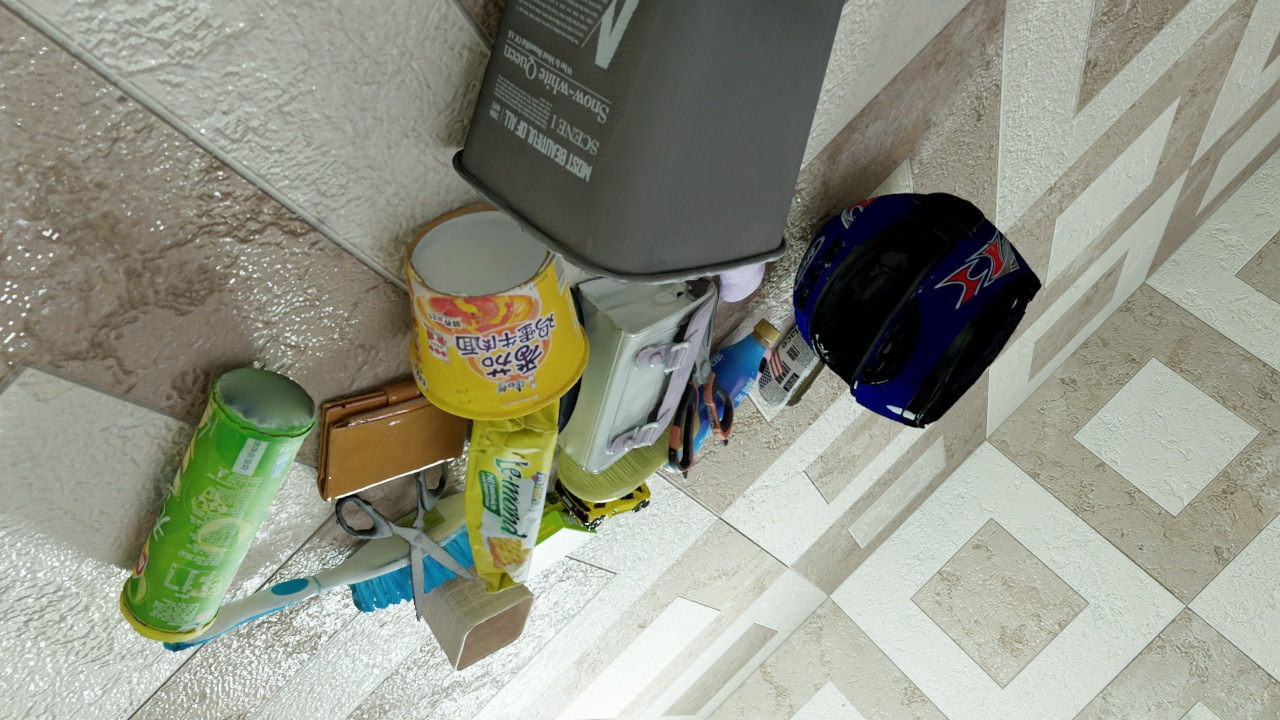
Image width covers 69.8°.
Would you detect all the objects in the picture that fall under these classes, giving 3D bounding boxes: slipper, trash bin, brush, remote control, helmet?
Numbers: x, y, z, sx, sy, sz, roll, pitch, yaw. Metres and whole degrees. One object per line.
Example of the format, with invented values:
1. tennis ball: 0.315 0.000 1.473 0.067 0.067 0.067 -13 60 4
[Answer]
1. slipper: -0.011 0.109 1.063 0.190 0.091 0.082 -32 152 -31
2. trash bin: 0.013 -0.192 0.586 0.198 0.199 0.220 -17 135 -42
3. brush: -0.280 0.210 0.879 0.313 0.060 0.110 -28 143 -25
4. remote control: -0.064 0.003 0.822 0.024 0.136 0.053 7 171 -10
5. helmet: 0.294 -0.071 1.057 0.314 0.240 0.248 -21 141 -53

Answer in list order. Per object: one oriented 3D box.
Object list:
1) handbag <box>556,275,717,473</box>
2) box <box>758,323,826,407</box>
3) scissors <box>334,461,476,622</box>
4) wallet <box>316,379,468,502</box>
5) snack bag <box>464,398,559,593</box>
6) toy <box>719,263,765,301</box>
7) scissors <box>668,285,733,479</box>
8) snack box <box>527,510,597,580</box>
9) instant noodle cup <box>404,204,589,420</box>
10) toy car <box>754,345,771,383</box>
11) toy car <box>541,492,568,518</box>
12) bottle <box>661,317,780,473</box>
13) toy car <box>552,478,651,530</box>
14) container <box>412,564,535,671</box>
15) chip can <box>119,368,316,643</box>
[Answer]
1. handbag: -0.005 0.005 0.927 0.144 0.098 0.197 -29 149 -39
2. box: 0.213 -0.009 1.232 0.164 0.075 0.080 -56 161 24
3. scissors: -0.215 0.166 0.866 0.159 0.014 0.181 10 97 -36
4. wallet: -0.210 0.063 0.788 0.131 0.031 0.108 -18 141 -37
5. snack bag: -0.118 0.077 0.817 0.068 0.157 0.247 6 133 -10
6. toy: 0.106 -0.099 0.987 0.083 0.039 0.108 -40 155 -10
7. scissors: 0.071 0.029 1.040 0.189 0.015 0.221 -59 140 -19
8. snack box: -0.135 0.232 1.089 0.156 0.026 0.085 -36 154 14
9. instant noodle cup: -0.111 -0.041 0.683 0.137 0.138 0.110 -31 141 -25
10. toy car: 0.123 0.025 1.185 0.122 0.037 0.056 -48 151 8
11. toy car: -0.093 0.181 1.108 0.105 0.032 0.048 -7 135 -48
12. bottle: 0.090 0.039 1.129 0.219 0.065 0.065 -51 152 9
13. toy car: -0.041 0.156 1.103 0.155 0.071 0.041 -6 138 -53
14. container: -0.187 0.254 0.993 0.090 0.111 0.090 -20 143 -40
15. chip can: -0.309 0.105 0.668 0.072 0.072 0.222 1 129 -54
